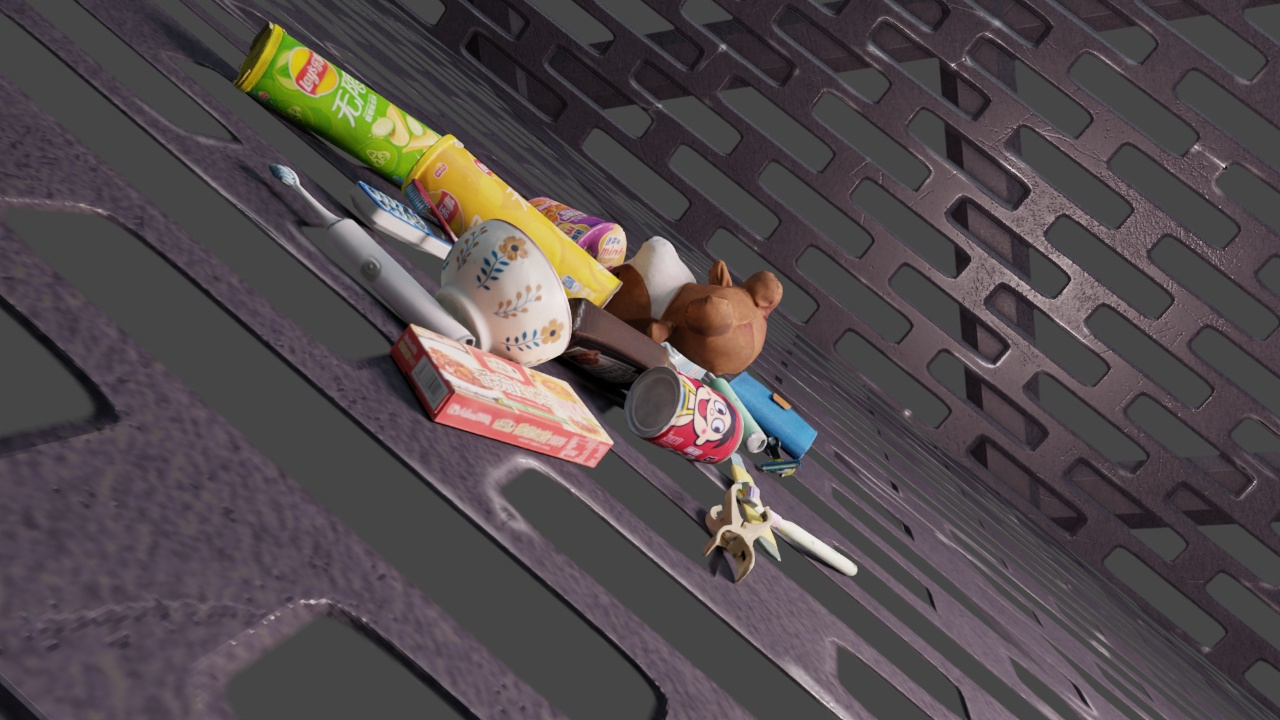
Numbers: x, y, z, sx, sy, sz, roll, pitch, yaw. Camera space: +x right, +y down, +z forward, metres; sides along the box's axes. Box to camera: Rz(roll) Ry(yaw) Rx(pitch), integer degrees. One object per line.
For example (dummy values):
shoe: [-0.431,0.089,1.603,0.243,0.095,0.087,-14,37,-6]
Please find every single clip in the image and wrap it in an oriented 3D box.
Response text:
clip: [0.082,0.137,0.696,0.081,0.035,0.104,35,17,-13]

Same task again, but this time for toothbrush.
toothbrush: [-0.153,-0.083,0.792,0.187,0.017,0.016,55,11,13]
toothbrush: [-0.201,-0.077,0.668,0.221,0.027,0.026,43,3,18]
toothbrush: [0.142,0.152,0.806,0.189,0.020,0.029,38,10,-37]
toothbrush: [0.102,0.045,1.110,0.027,0.026,0.224,10,22,-19]

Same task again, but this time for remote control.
remote control: [-0.204,-0.118,0.818,0.049,0.024,0.125,45,10,29]

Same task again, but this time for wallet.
wallet: [0.170,0.070,1.198,0.133,0.040,0.106,41,17,9]

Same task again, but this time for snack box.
snack box: [-0.090,0.026,0.617,0.152,0.025,0.075,24,19,-48]

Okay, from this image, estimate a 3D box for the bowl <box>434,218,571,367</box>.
bowl: [-0.109,-0.039,0.671,0.062,0.114,0.113,-35,67,-31]

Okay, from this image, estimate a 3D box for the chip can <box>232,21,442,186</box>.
chip can: [-0.286,-0.242,0.921,0.221,0.073,0.072,30,15,-35]

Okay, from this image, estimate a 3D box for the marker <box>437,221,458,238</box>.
marker: [-0.150,-0.100,0.931,0.146,0.017,0.017,40,12,9]

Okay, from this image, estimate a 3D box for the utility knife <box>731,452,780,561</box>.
utility knife: [0.101,0.123,0.834,0.031,0.020,0.194,41,18,-15]

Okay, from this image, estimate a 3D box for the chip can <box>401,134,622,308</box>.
chip can: [-0.119,-0.114,0.859,0.213,0.072,0.072,41,12,-6]

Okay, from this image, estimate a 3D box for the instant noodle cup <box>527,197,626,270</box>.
instant noodle cup: [-0.088,-0.118,0.984,0.099,0.111,0.111,34,10,23]

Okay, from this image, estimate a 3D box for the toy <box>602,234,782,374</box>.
toy: [0.031,-0.060,0.919,0.200,0.130,0.139,13,25,42]

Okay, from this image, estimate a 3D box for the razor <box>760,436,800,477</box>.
razor: [0.154,0.110,1.040,0.043,0.022,0.142,-5,8,5]

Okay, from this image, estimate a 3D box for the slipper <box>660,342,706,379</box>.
slipper: [0.046,-0.022,1.072,0.104,0.074,0.244,36,27,25]

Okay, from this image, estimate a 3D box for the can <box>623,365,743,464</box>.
can: [0.040,0.051,0.809,0.093,0.066,0.066,28,16,-41]

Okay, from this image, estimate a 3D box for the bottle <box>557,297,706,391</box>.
bottle: [-0.005,0.005,0.843,0.194,0.044,0.080,30,-26,-35]
